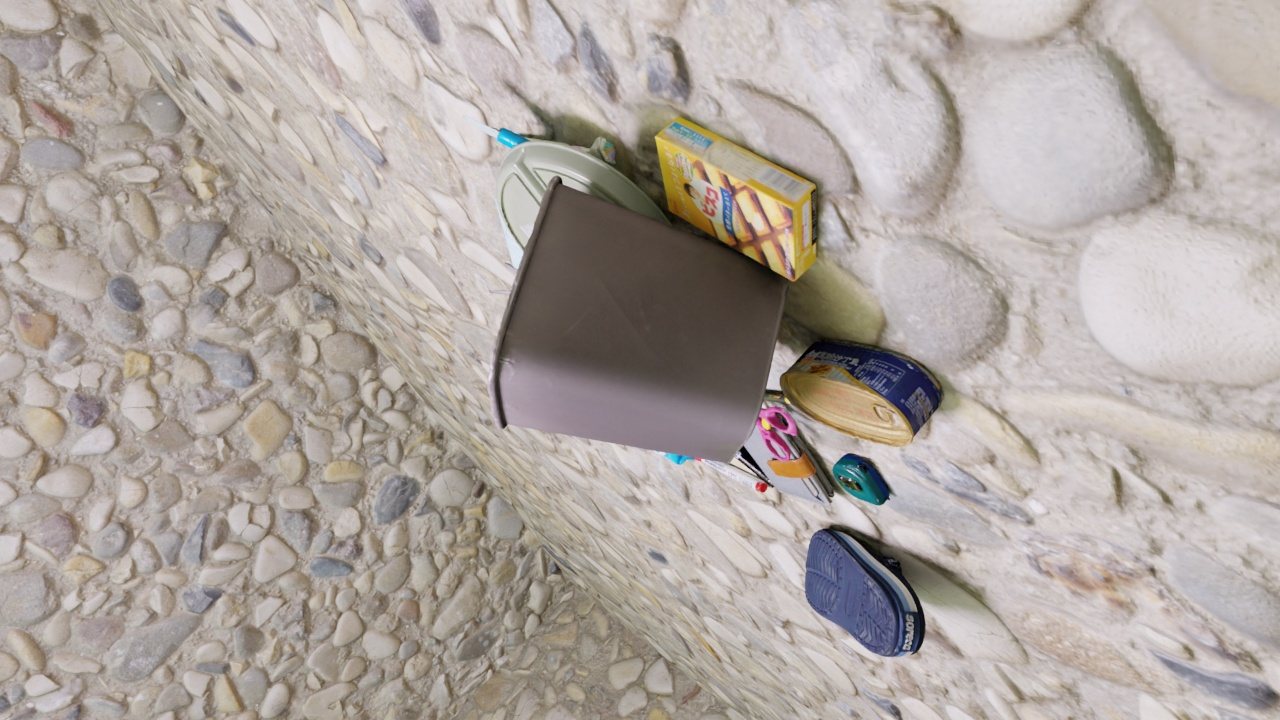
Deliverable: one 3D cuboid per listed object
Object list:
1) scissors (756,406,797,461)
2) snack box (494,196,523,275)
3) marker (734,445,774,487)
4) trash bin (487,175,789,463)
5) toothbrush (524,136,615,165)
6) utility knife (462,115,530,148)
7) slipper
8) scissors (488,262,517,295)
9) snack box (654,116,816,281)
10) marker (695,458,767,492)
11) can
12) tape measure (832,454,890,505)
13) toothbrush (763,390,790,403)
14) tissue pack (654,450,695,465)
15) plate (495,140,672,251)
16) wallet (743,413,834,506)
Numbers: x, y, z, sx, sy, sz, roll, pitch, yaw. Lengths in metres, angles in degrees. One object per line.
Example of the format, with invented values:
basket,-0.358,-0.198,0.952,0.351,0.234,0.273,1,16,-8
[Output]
scissors,0.122,0.063,1.007,0.137,0.017,0.077,32,137,45
snack box,-0.118,-0.140,1.094,0.074,0.051,0.175,37,160,18
marker,0.122,0.113,1.165,0.132,0.020,0.022,39,-170,15
trash bin,-0.001,-0.019,0.809,0.220,0.198,0.199,15,160,0
toothbrush,-0.083,-0.214,0.920,0.190,0.020,0.029,22,144,52
utility knife,-0.098,-0.201,0.906,0.185,0.018,0.034,29,176,7
slipper,0.268,0.265,1.069,0.095,0.105,0.253,7,-177,-12
scissors,-0.096,-0.076,1.111,0.163,0.012,0.176,-6,150,28
snack box,0.077,-0.130,0.733,0.140,0.033,0.087,37,159,29
marker,0.118,0.149,1.251,0.145,0.017,0.017,22,150,50
can,0.188,0.026,0.793,0.148,0.049,0.074,16,146,56
tape measure,0.226,0.124,0.955,0.058,0.025,0.055,54,159,-23
toothbrush,0.123,0.034,1.010,0.186,0.012,0.017,5,125,63
tissue pack,0.018,0.077,1.242,0.140,0.063,0.090,32,157,35
plate,-0.054,-0.124,0.930,0.230,0.027,0.231,28,153,15
wallet,0.159,0.112,1.055,0.130,0.037,0.107,53,161,-22
